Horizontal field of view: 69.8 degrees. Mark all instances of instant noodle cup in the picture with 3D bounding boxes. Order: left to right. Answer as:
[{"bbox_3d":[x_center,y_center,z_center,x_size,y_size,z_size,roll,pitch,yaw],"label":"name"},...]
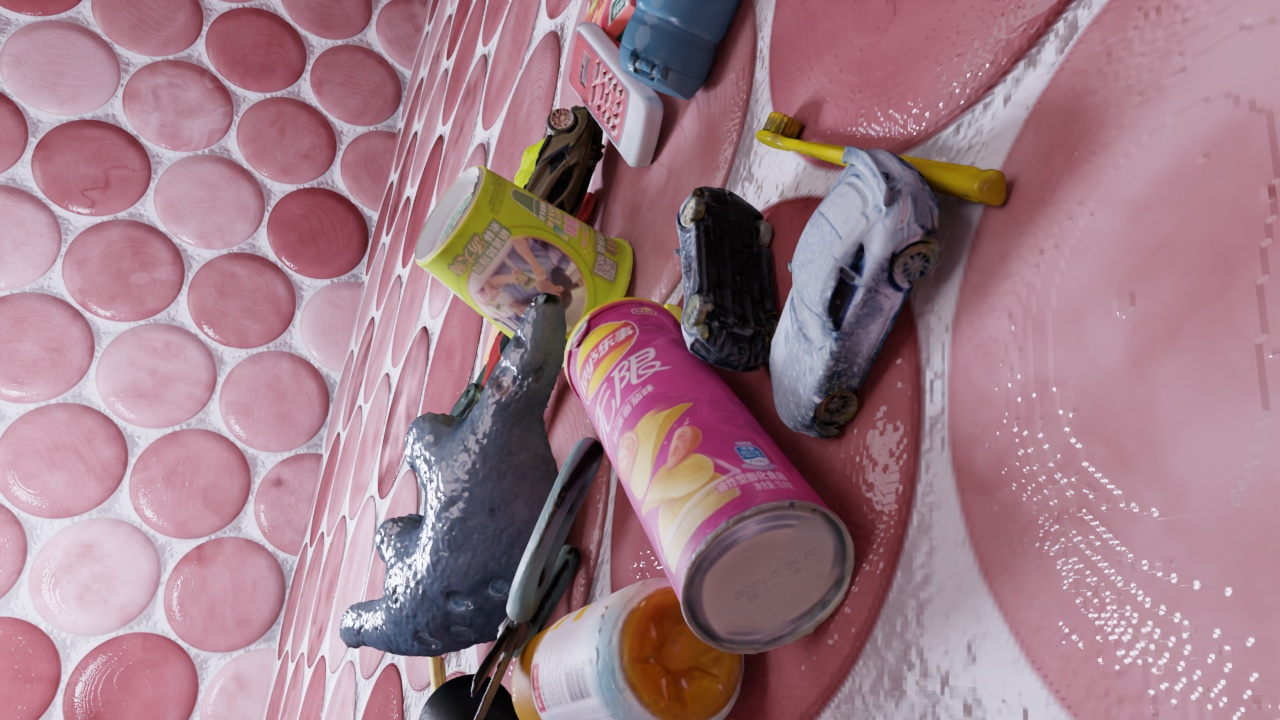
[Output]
[{"bbox_3d":[-0.086,-0.071,0.643,0.112,0.123,0.111,-37,34,30],"label":"instant noodle cup"}]

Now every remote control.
[{"bbox_3d":[-0.021,-0.200,0.686,0.136,0.020,0.056,59,146,38],"label":"remote control"}]

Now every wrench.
[{"bbox_3d":[-0.111,-0.024,0.786,0.273,0.016,0.056,-59,24,6],"label":"wrench"}]

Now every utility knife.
[{"bbox_3d":[-0.164,0.250,0.733,0.031,0.021,0.204,144,114,-70],"label":"utility knife"}]

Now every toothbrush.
[{"bbox_3d":[0.096,-0.092,0.404,0.017,0.015,0.190,-63,24,10],"label":"toothbrush"}]

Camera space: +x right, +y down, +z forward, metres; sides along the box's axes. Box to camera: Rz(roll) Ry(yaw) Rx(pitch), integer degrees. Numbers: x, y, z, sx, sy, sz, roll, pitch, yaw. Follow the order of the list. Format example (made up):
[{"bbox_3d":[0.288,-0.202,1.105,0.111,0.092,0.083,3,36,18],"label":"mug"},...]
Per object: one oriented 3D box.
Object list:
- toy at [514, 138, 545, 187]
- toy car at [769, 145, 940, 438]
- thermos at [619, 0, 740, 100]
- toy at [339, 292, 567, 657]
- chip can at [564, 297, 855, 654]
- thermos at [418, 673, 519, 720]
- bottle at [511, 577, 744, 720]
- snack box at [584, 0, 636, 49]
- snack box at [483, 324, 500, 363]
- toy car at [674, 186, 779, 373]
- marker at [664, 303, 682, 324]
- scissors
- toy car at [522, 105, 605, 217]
[{"bbox_3d":[-0.094,-0.182,0.881,0.097,0.031,0.099,-25,39,40],"label":"toy"},{"bbox_3d":[0.078,-0.025,0.366,0.054,0.036,0.121,-110,30,-53],"label":"toy car"},{"bbox_3d":[0.049,-0.274,0.567,0.221,0.070,0.070,-66,24,21],"label":"thermos"},{"bbox_3d":[-0.121,0.119,0.642,0.138,0.091,0.357,46,118,30],"label":"toy"},{"bbox_3d":[0.020,0.039,0.426,0.071,0.071,0.210,-68,24,17],"label":"chip can"},{"bbox_3d":[-0.075,0.231,0.508,0.068,0.090,0.243,-55,17,-18],"label":"thermos"},{"bbox_3d":[-0.019,0.154,0.447,0.190,0.068,0.068,136,143,-56],"label":"bottle"},{"bbox_3d":[-0.007,-0.285,0.730,0.113,0.044,0.127,-18,60,64],"label":"snack box"},{"bbox_3d":[-0.107,-0.065,0.851,0.084,0.026,0.157,15,89,68],"label":"snack box"},{"bbox_3d":[0.041,-0.041,0.456,0.031,0.049,0.105,-44,37,47],"label":"toy car"},{"bbox_3d":[-0.003,0.003,0.582,0.124,0.015,0.018,128,150,-49],"label":"marker"},{"bbox_3d":[-0.052,0.117,0.524,0.170,0.019,0.171,-20,-48,-82],"label":"scissors"},{"bbox_3d":[-0.070,-0.133,0.737,0.070,0.042,0.158,72,-140,-71],"label":"toy car"}]
